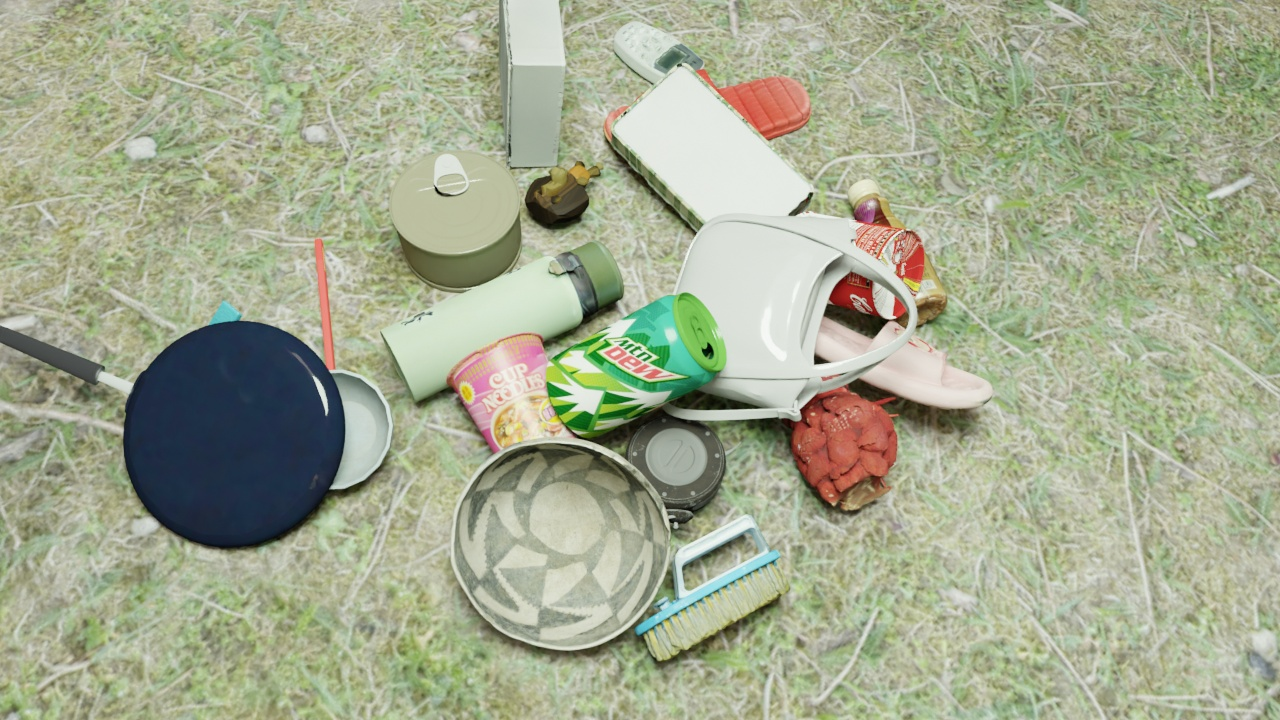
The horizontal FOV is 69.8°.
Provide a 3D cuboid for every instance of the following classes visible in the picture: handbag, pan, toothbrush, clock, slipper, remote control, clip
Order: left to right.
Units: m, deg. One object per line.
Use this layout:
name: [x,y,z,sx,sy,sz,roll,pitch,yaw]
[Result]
pan: [-0.431,0.035,0.811,0.356,0.021,0.198,21,86,7]
clip: [-0.403,0.002,0.842,0.027,0.102,0.119,38,79,18]
toothbrush: [-0.303,-0.034,0.903,0.018,0.012,0.212,-11,63,-9]
remote control: [0.020,-0.359,1.085,0.114,0.028,0.060,39,67,16]
clock: [0.028,0.100,0.833,0.091,0.044,0.122,33,66,14]
slipper: [0.081,-0.282,1.032,0.248,0.059,0.103,-15,64,-12]
handbag: [0.136,-0.031,0.827,0.223,0.095,0.215,10,73,32]
slipper: [0.227,-0.012,0.876,0.222,0.056,0.106,25,19,19]

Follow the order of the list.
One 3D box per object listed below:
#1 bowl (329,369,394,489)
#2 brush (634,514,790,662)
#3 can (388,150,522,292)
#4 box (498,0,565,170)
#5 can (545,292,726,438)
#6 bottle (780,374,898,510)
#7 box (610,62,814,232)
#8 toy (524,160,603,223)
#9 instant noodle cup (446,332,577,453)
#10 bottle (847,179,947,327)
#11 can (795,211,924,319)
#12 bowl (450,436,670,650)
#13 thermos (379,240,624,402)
bowl: [-0.271,0.063,0.829,0.106,0.039,0.106,0,83,2]
brush: [0.053,0.194,0.778,0.135,0.055,0.075,-25,71,-15]
can: [-0.184,-0.140,0.931,0.128,0.073,0.127,1,62,-3]
box: [-0.111,-0.404,1.023,0.098,0.166,0.367,3,64,-8]
can: [-0.005,0.005,0.796,0.144,0.083,0.083,-27,59,27]
bottle: [0.189,0.074,0.836,0.099,0.099,0.111,-19,55,-13]
box: [0.074,-0.203,0.961,0.117,0.051,0.205,-44,83,-6]
toy: [-0.075,-0.185,0.971,0.076,0.063,0.099,25,56,31]
instant noodle cup: [-0.110,0.045,0.831,0.097,0.098,0.108,-24,74,-15]
bottle: [0.259,-0.116,0.953,0.059,0.060,0.166,-12,63,-10]
can: [0.203,-0.095,0.897,0.116,0.087,0.086,20,57,43]
bowl: [-0.064,0.144,0.770,0.178,0.081,0.178,0,97,3]
thermos: [-0.127,-0.045,0.879,0.231,0.082,0.082,-26,67,-16]
